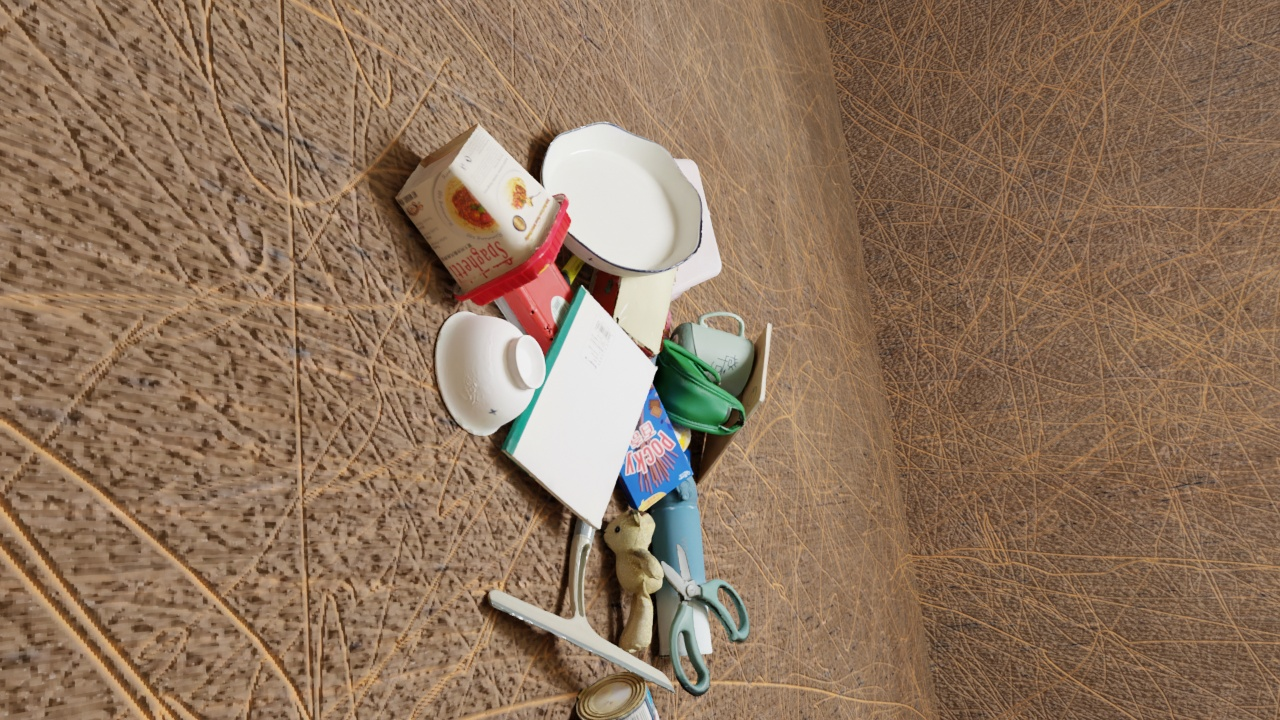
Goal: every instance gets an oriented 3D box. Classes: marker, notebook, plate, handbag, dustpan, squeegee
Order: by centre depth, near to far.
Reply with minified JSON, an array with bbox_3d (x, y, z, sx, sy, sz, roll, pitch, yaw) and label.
[{"bbox_3d":[-0.055,0.047,0.951,0.150,0.012,0.208,48,50,-35],"label":"notebook"},{"bbox_3d":[-0.057,0.192,0.954,0.246,0.039,0.246,37,38,-33],"label":"squeegee"},{"bbox_3d":[-0.088,-0.087,1.037,0.018,0.015,0.123,63,30,-25],"label":"marker"},{"bbox_3d":[-0.025,-0.182,1.070,0.204,0.046,0.204,13,59,-24],"label":"plate"},{"bbox_3d":[0.066,0.034,1.165,0.120,0.068,0.131,21,15,-26],"label":"handbag"},{"bbox_3d":[0.000,-0.174,1.285,0.272,0.139,0.222,-15,95,-38],"label":"dustpan"},{"bbox_3d":[0.132,0.063,1.292,0.208,0.008,0.147,119,-11,-45],"label":"notebook"}]

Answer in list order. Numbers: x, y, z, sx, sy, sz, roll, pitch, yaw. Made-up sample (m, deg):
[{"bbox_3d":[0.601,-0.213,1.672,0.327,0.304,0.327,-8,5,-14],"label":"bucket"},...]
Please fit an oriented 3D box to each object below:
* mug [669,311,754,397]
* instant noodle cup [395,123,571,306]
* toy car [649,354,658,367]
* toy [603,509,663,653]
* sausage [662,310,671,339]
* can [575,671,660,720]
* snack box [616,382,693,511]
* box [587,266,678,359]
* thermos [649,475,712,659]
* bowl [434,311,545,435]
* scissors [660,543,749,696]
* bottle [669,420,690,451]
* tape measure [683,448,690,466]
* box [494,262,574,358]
[{"bbox_3d":[0.097,-0.016,1.270,0.082,0.106,0.112,-130,-122,-77],"label":"mug"},{"bbox_3d":[-0.144,-0.133,0.830,0.124,0.117,0.116,49,36,-28],"label":"instant noodle cup"},{"bbox_3d":[-0.007,0.007,1.129,0.037,0.054,0.120,54,34,-39],"label":"toy car"},{"bbox_3d":[-0.008,0.245,1.022,0.105,0.066,0.157,119,-30,-76],"label":"toy"},{"bbox_3d":[0.028,-0.010,1.257,0.020,0.020,0.155,50,38,-48],"label":"sausage"},{"bbox_3d":[-0.013,0.379,0.921,0.075,0.075,0.111,-50,125,-61],"label":"can"},{"bbox_3d":[-0.003,0.093,1.072,0.084,0.026,0.157,-34,116,-21],"label":"snack box"},{"bbox_3d":[-0.006,-0.079,1.102,0.091,0.080,0.168,36,47,-30],"label":"box"},{"bbox_3d":[0.047,0.249,1.124,0.070,0.070,0.220,25,58,-61],"label":"thermos"},{"bbox_3d":[-0.128,0.006,0.846,0.118,0.065,0.118,41,43,-54],"label":"bowl"},{"bbox_3d":[0.063,0.306,1.058,0.174,0.019,0.177,47,49,-28],"label":"scissors"},{"bbox_3d":[0.034,0.092,1.169,0.108,0.063,0.063,-41,116,-63],"label":"bottle"},{"bbox_3d":[0.047,0.136,1.226,0.054,0.025,0.058,47,34,-47],"label":"tape measure"},{"bbox_3d":[-0.091,-0.038,0.974,0.201,0.049,0.086,58,40,-38],"label":"box"}]
